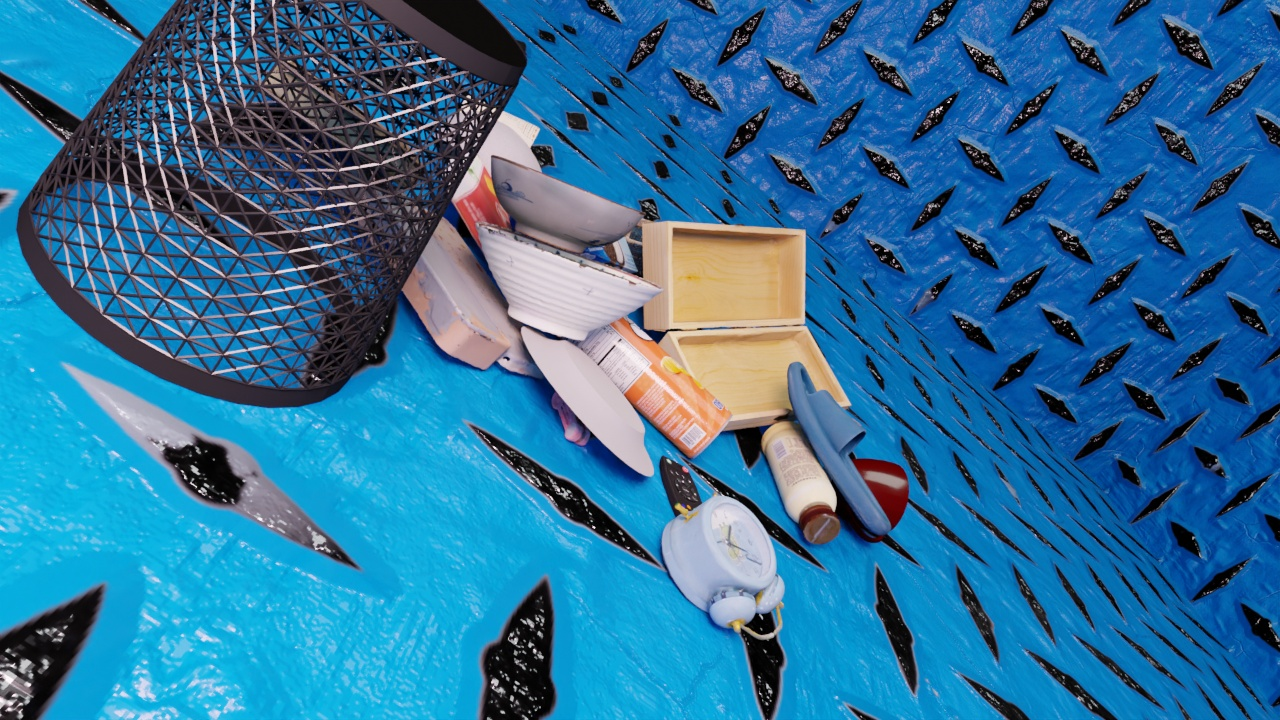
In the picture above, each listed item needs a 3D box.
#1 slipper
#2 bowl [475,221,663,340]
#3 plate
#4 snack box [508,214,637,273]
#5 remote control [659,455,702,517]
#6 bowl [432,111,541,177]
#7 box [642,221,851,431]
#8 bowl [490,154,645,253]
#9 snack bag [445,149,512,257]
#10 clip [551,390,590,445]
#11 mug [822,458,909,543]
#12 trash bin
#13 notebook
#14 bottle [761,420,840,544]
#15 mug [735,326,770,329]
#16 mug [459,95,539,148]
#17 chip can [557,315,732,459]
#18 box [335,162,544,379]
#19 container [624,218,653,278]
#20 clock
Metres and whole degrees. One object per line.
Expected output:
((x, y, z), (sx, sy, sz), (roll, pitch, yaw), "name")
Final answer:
((0.226, 0.093, 1.022), (0.213, 0.059, 0.103), (62, 12, 11), "slipper")
((-0.073, -0.063, 0.825), (0.177, 0.071, 0.177), (19, 7, -3), "bowl")
((-0.038, 0.029, 0.808), (0.173, 0.019, 0.172), (48, 6, -7), "plate")
((-0.069, -0.127, 1.021), (0.059, 0.059, 0.226), (71, 16, 9), "snack box")
((0.043, 0.134, 0.821), (0.039, 0.010, 0.124), (30, 23, -30), "remote control")
((-0.161, -0.224, 1.021), (0.132, 0.064, 0.132), (39, -10, 7), "bowl")
((0.124, -0.043, 1.101), (0.246, 0.097, 0.260), (-4, 71, -41), "box")
((-0.074, -0.133, 0.831), (0.150, 0.057, 0.150), (20, 7, -3), "bowl")
((-0.158, -0.152, 0.937), (0.077, 0.036, 0.116), (-99, 163, -61), "snack bag")
((-0.056, 0.051, 0.795), (0.035, 0.022, 0.057), (36, 25, -40), "clip")
((0.256, 0.164, 1.081), (0.088, 0.087, 0.113), (17, 44, -16), "mug")
((-0.206, -0.134, 0.556), (0.217, 0.244, 0.216), (36, 20, -16), "trash bin")
((-0.257, -0.210, 0.858), (0.190, 0.034, 0.215), (34, 4, -24), "notebook")
((0.178, 0.134, 1.011), (0.056, 0.057, 0.162), (33, 22, -24), "bottle")
((0.157, -0.013, 1.217), (0.104, 0.085, 0.111), (-15, 92, -54), "mug")
((-0.194, -0.288, 1.185), (0.097, 0.081, 0.122), (29, 1, -14), "mug")
((-0.005, 0.005, 0.920), (0.210, 0.062, 0.062), (43, 20, 1), "chip can")
((-0.173, -0.074, 0.815), (0.216, 0.043, 0.148), (52, 4, 26), "box")
((0.049, -0.124, 1.210), (0.145, 0.071, 0.187), (24, 4, 41), "container")
((0.071, 0.166, 0.734), (0.088, 0.052, 0.124), (-3, 58, -53), "clock")
